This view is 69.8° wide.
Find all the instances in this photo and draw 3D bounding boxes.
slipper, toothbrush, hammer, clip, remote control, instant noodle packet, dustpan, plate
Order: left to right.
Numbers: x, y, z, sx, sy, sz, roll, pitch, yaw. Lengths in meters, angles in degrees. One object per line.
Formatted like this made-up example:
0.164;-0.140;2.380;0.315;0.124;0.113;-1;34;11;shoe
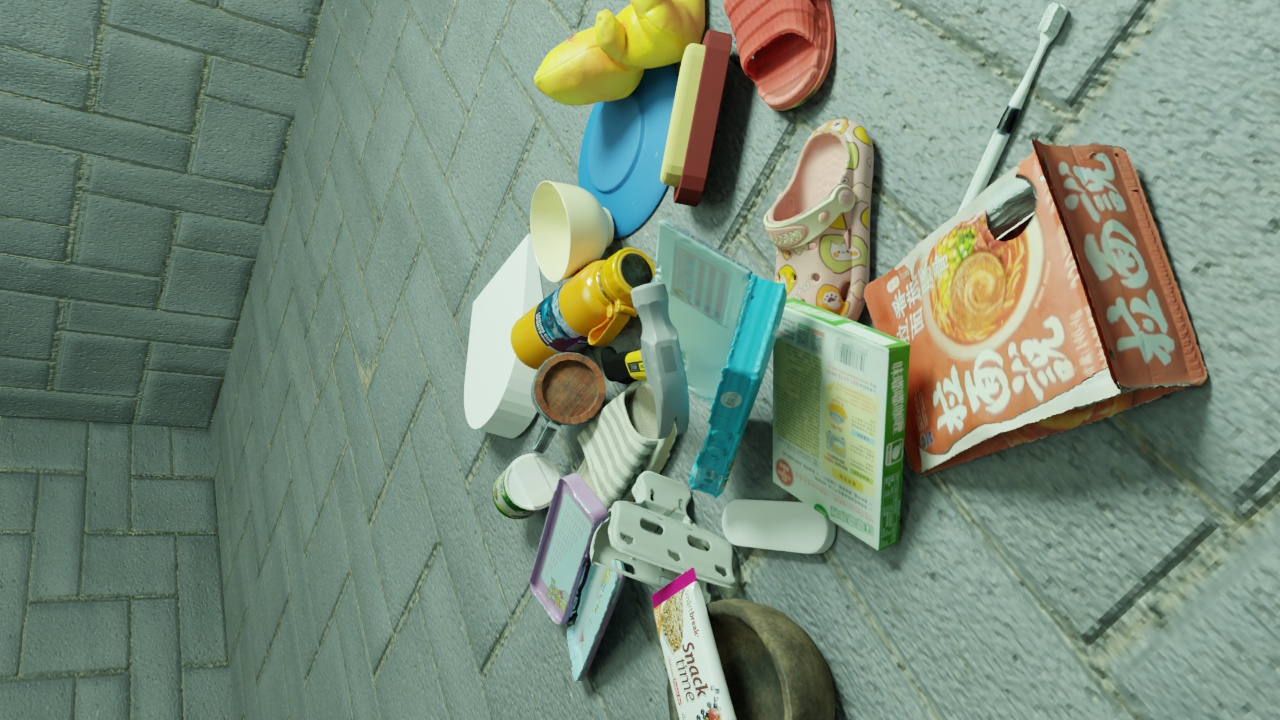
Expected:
-0.184;-0.018;1.297;0.192;0.053;0.257;-41;40;45;dustpan
-0.039;0.124;1.026;0.273;0.054;0.114;-57;36;34;slipper
-0.024;-0.259;1.098;0.225;0.024;0.224;-16;71;54;plate
-0.005;0.005;0.875;0.324;0.029;0.127;171;85;-80;hammer
0.015;0.176;0.878;0.105;0.126;0.151;-64;14;10;clip
0.123;-0.351;0.866;0.104;0.059;0.248;-24;63;52;slipper
0.120;0.146;0.815;0.137;0.013;0.043;-9;76;55;remote control
0.140;-0.111;0.775;0.093;0.081;0.197;2;84;57;slipper
0.242;-0.024;0.633;0.221;0.083;0.164;138;125;-59;instant noodle packet
0.259;-0.163;0.662;0.012;0.017;0.187;36;114;40;toothbrush

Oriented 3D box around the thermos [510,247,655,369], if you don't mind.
-0.065;-0.052;1.078;0.233;0.076;0.091;-29;85;50;thermos

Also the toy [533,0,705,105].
-0.015;-0.346;1.023;0.194;0.134;0.087;-22;99;36;toy

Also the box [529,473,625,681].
-0.069;0.243;1.017;0.151;0.040;0.215;60;145;38;box

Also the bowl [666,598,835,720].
0.097;0.283;0.770;0.163;0.070;0.162;-16;71;54;bowl

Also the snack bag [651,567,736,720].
0.049;0.277;0.762;0.070;0.016;0.196;-45;49;41;snack bag

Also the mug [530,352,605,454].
-0.095;0.052;1.063;0.111;0.081;0.117;158;134;-77;mug

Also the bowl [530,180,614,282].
-0.074;-0.155;1.087;0.118;0.074;0.118;29;124;57;bowl

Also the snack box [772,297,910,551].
0.153;0.047;0.724;0.132;0.027;0.168;31;130;54;snack box

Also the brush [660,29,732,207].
0.054;-0.246;0.932;0.082;0.042;0.173;-118;38;-84;brush

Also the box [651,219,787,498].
0.066;0.001;0.779;0.228;0.086;0.168;96;158;-59;box

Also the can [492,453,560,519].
-0.142;0.157;1.126;0.121;0.067;0.067;138;132;-67;can
